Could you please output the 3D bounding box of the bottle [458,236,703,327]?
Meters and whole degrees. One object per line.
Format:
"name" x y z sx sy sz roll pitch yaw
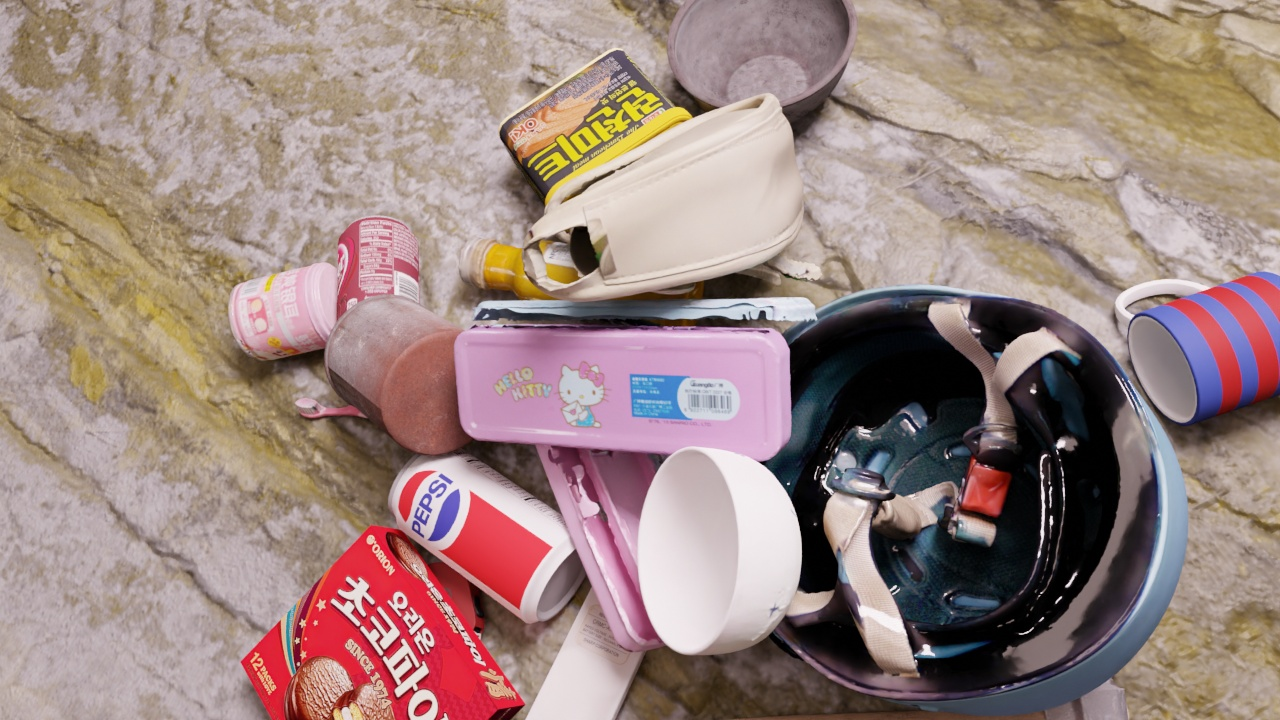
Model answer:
"bottle" -0.048 -0.060 0.696 0.186 0.053 0.053 12 70 17

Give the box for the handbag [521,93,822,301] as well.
"handbag" 0.027 -0.083 0.597 0.184 0.229 0.132 -18 104 3

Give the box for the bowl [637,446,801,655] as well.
"bowl" 0.045 0.099 0.479 0.054 0.105 0.104 10 63 -27

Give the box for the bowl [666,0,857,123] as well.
"bowl" 0.098 -0.238 0.732 0.145 0.067 0.144 -5 66 11

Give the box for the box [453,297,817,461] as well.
"box" -0.003 0.002 0.568 0.214 0.092 0.090 1 101 25

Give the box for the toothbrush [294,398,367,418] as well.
"toothbrush" -0.207 0.039 0.711 0.135 0.016 0.021 2 56 14

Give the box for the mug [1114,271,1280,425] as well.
"mug" 0.355 -0.018 0.580 0.076 0.075 0.111 -20 37 4

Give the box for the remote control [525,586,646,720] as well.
"remote control" -0.023 0.187 0.597 0.050 0.011 0.135 19 64 20

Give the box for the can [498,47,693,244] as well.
"can" -0.034 -0.172 0.733 0.130 0.072 0.101 -34 61 -3

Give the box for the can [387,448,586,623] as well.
"can" -0.102 0.115 0.623 0.132 0.070 0.070 29 76 23

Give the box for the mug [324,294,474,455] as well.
"mug" -0.147 0.012 0.651 0.110 0.122 0.096 32 107 48

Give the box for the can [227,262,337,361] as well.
"can" -0.276 -0.039 0.733 0.076 0.067 0.067 -12 65 8

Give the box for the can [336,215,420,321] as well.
"can" -0.207 -0.053 0.725 0.063 0.063 0.114 -11 65 8

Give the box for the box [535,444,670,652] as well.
"box" 0.014 0.084 0.617 0.155 0.059 0.201 -10 60 -28

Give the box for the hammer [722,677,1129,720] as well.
"hammer" 0.115 0.225 0.548 0.331 0.031 0.119 -8 65 9

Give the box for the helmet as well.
"helmet" 0.163 0.081 0.515 0.266 0.166 0.225 31 87 48

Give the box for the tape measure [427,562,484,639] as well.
"tape measure" -0.134 0.167 0.636 0.059 0.019 0.051 -3 64 20

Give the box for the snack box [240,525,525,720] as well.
"snack box" -0.172 0.211 0.602 0.133 0.036 0.152 -46 64 4
